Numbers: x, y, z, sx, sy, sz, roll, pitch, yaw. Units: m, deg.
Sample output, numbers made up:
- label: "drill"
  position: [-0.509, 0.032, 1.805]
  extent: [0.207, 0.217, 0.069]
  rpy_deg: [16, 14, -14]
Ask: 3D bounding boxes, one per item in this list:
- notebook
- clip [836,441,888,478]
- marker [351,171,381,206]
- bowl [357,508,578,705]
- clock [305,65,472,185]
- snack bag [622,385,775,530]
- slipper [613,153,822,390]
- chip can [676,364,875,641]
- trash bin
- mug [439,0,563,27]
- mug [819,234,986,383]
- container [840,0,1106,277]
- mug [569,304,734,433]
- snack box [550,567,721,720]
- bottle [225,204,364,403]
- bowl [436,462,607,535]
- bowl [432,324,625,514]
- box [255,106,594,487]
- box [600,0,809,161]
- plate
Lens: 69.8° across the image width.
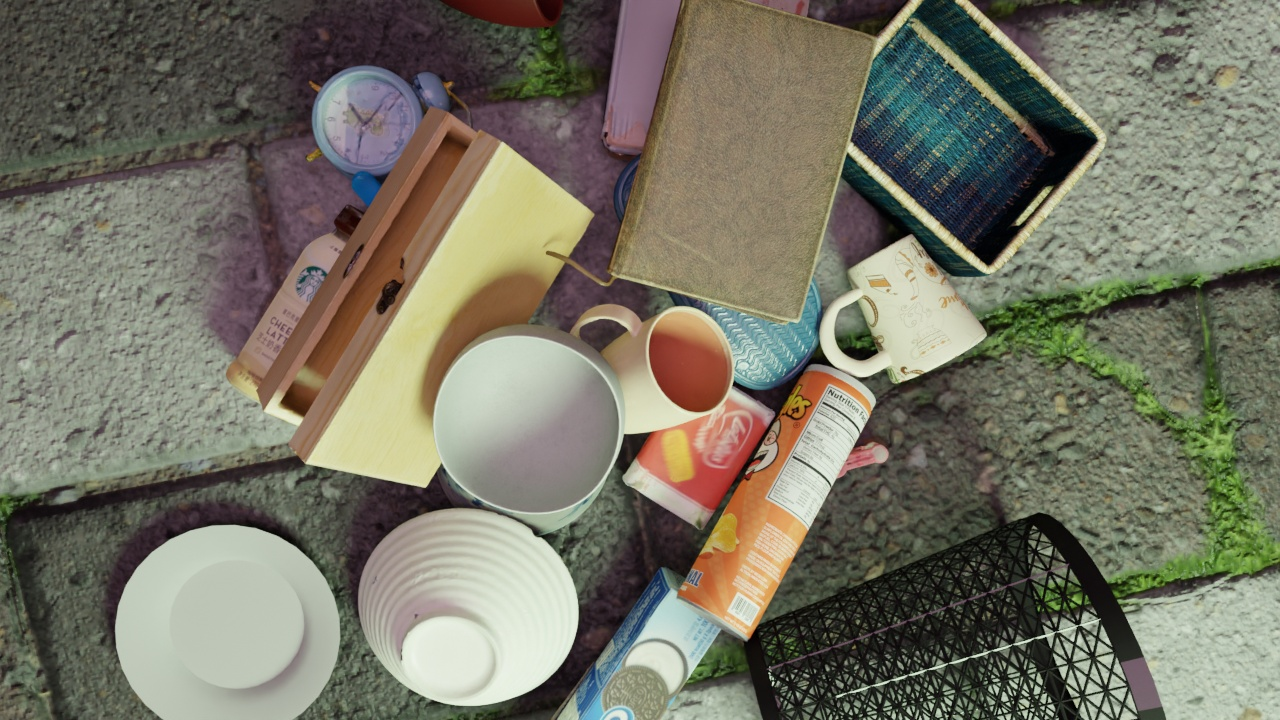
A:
- label: "notebook"
  position: [0.052, -0.146, 0.660]
  extent: [0.190, 0.034, 0.215]
  rpy_deg: [14, 97, -4]
- label: "clip"
  position: [0.174, 0.081, 0.762]
  extent: [0.059, 0.038, 0.022]
  rpy_deg: [-12, 91, -2]
- label: "marker"
  position: [-0.176, -0.095, 0.703]
  extent: [0.018, 0.015, 0.123]
  rpy_deg: [-32, 123, 9]
- label: "bowl"
  position: [-0.138, 0.208, 0.702]
  extent: [0.177, 0.070, 0.177]
  rpy_deg: [0, 107, 1]
- label: "clock"
  position: [-0.190, -0.178, 0.702]
  extent: [0.124, 0.051, 0.089]
  rpy_deg: [4, 92, -4]
- label: "snack bag"
  position: [0.047, 0.070, 0.742]
  extent: [0.077, 0.036, 0.116]
  rpy_deg: [32, 91, -5]
- label: "slipper"
  position: [0.064, -0.075, 0.719]
  extent: [0.104, 0.059, 0.214]
  rpy_deg: [-38, 101, 3]
- label: "chip can"
  position: [0.106, 0.106, 0.707]
  extent: [0.062, 0.062, 0.210]
  rpy_deg: [33, 75, -5]
- label: "trash bin"
  position: [0.217, 0.253, 0.688]
  extent: [0.243, 0.217, 0.217]
  rpy_deg: [-16, 95, 4]
- label: "mug"
  position: [-0.111, -0.306, 0.693]
  extent: [0.088, 0.087, 0.113]
  rpy_deg: [1, 66, 14]
- label: "mug"
  position: [0.195, -0.034, 0.724]
  extent: [0.122, 0.081, 0.097]
  rpy_deg: [-29, 88, -10]
- label: "container"
  position: [0.239, -0.176, 0.719]
  extent: [0.187, 0.071, 0.145]
  rpy_deg: [41, 90, -5]
- label: "mug"
  position: [-0.004, 0.004, 0.691]
  extent: [0.111, 0.105, 0.085]
  rpy_deg: [42, 52, -17]
- label: "snack box"
  position: [-0.020, 0.279, 0.742]
  extent: [0.059, 0.059, 0.226]
  rpy_deg: [35, 91, -9]
- label: "bottle"
  position: [-0.251, -0.042, 0.704]
  extent: [0.056, 0.056, 0.162]
  rpy_deg: [33, 91, -5]
- label: "bowl"
  position: [-0.093, 0.071, 0.722]
  extent: [0.150, 0.057, 0.151]
  rpy_deg: [0, 94, -3]
- label: "bowl"
  position: [-0.076, 0.037, 0.654]
  extent: [0.132, 0.064, 0.132]
  rpy_deg: [1, 106, 2]
- label: "box"
  position: [-0.145, -0.035, 0.663]
  extent: [0.140, 0.123, 0.249]
  rpy_deg: [32, 93, -32]
- label: "box"
  position: [0.057, -0.257, 0.724]
  extent: [0.154, 0.058, 0.216]
  rpy_deg: [9, 93, -3]
- label: "plate"
  position: [-0.327, 0.216, 0.736]
  extent: [0.173, 0.019, 0.173]
  rpy_deg: [0, 94, -4]
